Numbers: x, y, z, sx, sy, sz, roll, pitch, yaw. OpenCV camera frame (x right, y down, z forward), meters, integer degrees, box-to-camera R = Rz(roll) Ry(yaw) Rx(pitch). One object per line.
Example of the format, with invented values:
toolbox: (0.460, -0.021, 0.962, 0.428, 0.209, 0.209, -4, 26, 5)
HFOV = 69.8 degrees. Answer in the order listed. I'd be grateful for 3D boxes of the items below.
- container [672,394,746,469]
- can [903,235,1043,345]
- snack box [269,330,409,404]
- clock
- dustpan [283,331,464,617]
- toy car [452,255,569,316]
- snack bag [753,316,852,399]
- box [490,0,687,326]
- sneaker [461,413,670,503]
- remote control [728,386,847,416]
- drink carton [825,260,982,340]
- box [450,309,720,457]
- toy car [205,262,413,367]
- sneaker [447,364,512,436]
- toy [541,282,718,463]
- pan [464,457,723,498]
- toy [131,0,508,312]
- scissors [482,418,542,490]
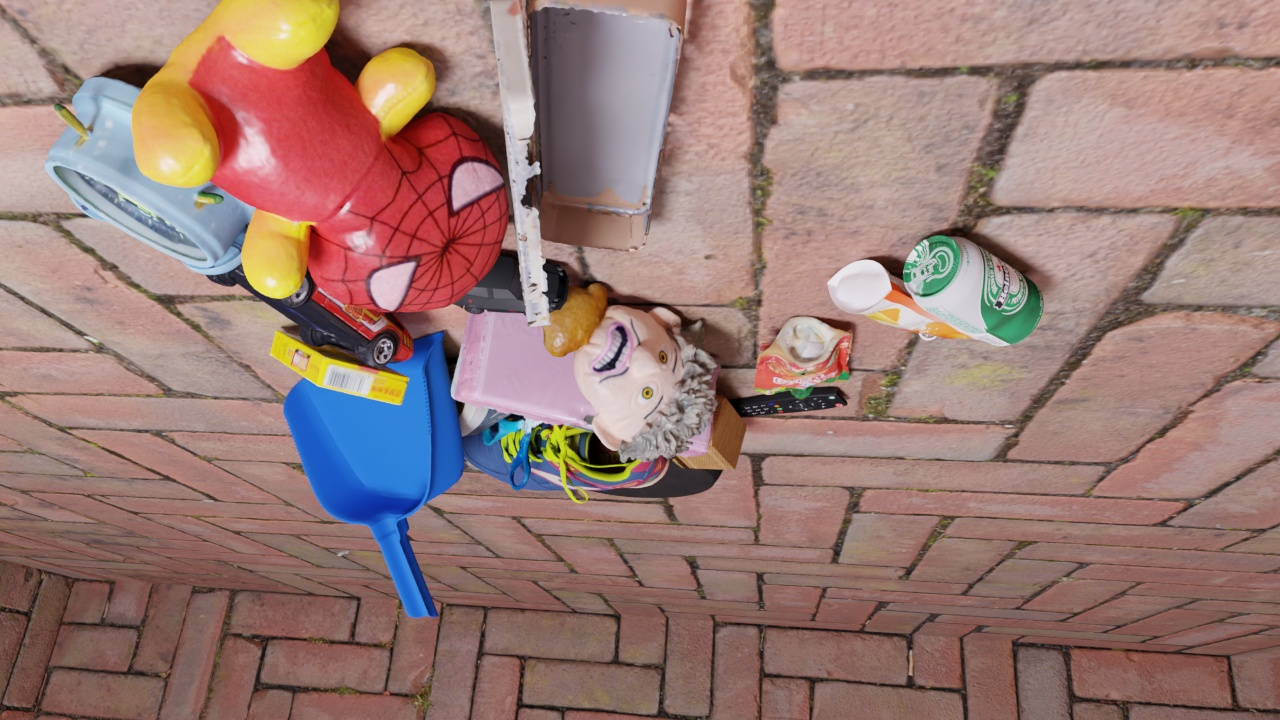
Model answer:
container: (0.060, 0.068, 0.906, 0.061, 0.063, 0.114, 9, 161, 25)
can: (0.227, -0.046, 0.621, 0.101, 0.053, 0.053, 20, 153, -34)
snack box: (-0.266, 0.005, 0.804, 0.075, 0.025, 0.152, 17, 179, -37)
clock: (-0.287, -0.104, 0.551, 0.118, 0.060, 0.162, 30, 161, -13)
dustpan: (-0.238, 0.124, 0.889, 0.246, 0.257, 0.059, -14, -171, 38)
toy car: (-0.099, -0.058, 0.676, 0.092, 0.042, 0.036, 5, 160, 2)
snack bag: (0.141, 0.007, 0.801, 0.087, 0.044, 0.155, -9, 162, 5)
box: (-0.028, -0.110, 0.499, 0.107, 0.095, 0.217, -17, 160, -12)
sneaker: (-0.093, 0.084, 0.952, 0.242, 0.116, 0.091, 2, 176, 20)
remote control: (0.140, 0.042, 0.910, 0.125, 0.010, 0.039, -9, 154, 30)
drink carton: (0.200, -0.035, 0.674, 0.122, 0.039, 0.069, 20, 178, -33)
box: (-0.042, 0.016, 0.785, 0.232, 0.098, 0.046, 14, 163, -24)
toy car: (-0.251, -0.048, 0.701, 0.082, 0.056, 0.189, 15, 165, 25)
sneaker: (-0.213, 0.064, 0.951, 0.079, 0.087, 0.236, 11, 158, -43)
toy: (-0.004, 0.004, 0.727, 0.176, 0.132, 0.076, 37, 159, -26)
pan: (-0.069, 0.122, 1.104, 0.357, 0.043, 0.249, -3, 156, 18)
toy: (-0.158, -0.101, 0.502, 0.147, 0.099, 0.216, -43, 145, 3)
scissors: (-0.109, 0.075, 0.916, 0.134, 0.103, 0.015, -31, 159, 34)
